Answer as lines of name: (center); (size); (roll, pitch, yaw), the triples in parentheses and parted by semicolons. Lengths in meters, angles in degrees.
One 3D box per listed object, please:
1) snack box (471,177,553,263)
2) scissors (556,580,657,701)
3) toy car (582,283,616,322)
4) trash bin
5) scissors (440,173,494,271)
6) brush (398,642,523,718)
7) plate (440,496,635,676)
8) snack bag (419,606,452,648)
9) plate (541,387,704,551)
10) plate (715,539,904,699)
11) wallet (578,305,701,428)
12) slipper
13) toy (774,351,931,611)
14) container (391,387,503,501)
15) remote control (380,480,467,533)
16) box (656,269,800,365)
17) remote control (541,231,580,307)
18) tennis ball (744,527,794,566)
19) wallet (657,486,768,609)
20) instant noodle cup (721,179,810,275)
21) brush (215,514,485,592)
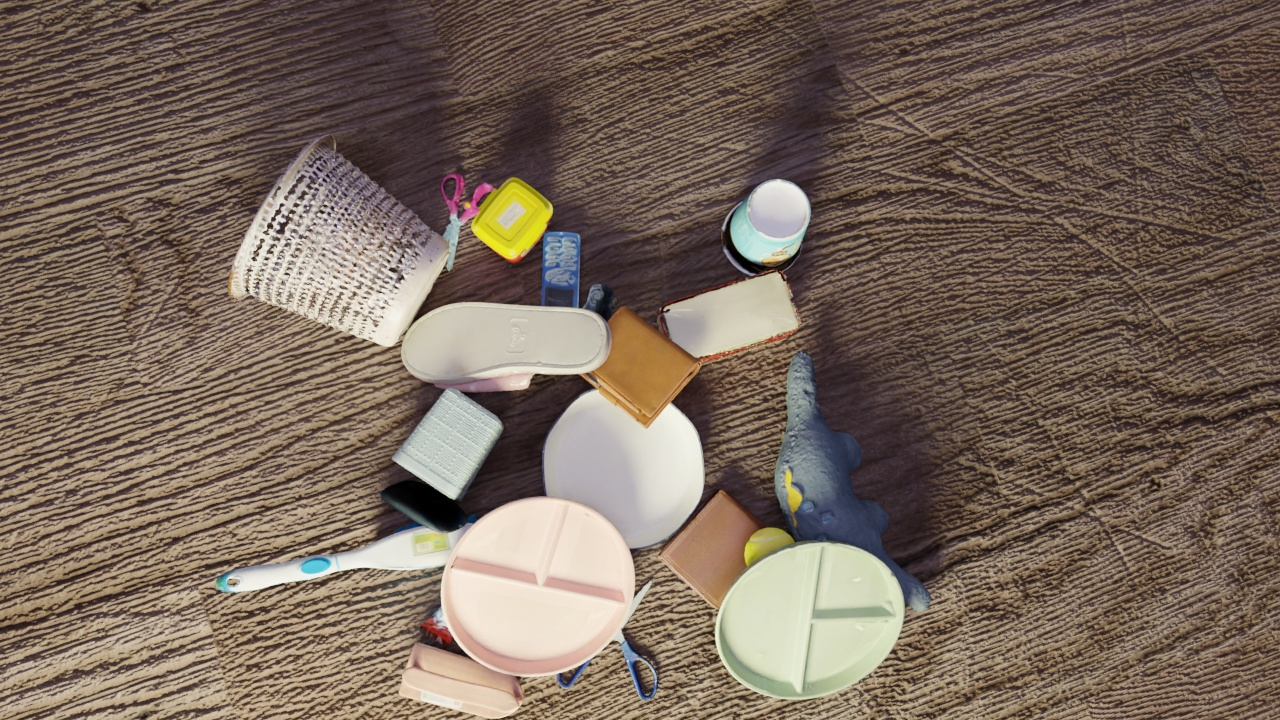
snack box: (-0.162, -0.175, 1.171); (0.082, 0.080, 0.091); (38, 83, 2)
scissors: (-0.036, 0.349, 1.139); (0.162, 0.012, 0.175); (-30, 84, -5)
toy car: (-0.059, -0.054, 1.179); (0.034, 0.043, 0.090); (11, 86, 33)
trash bin: (-0.347, -0.125, 1.105); (0.192, 0.228, 0.227); (30, 82, -10)
scissors: (-0.250, -0.185, 1.204); (0.093, 0.017, 0.137); (35, 86, 2)
brush: (-0.211, 0.389, 1.098); (0.145, 0.073, 0.063); (17, 82, -2)
plate: (-0.121, 0.267, 1.092); (0.229, 0.028, 0.229); (-3, 103, -12)
snack bag: (-0.225, 0.300, 1.131); (0.048, 0.026, 0.104); (41, 84, -24)
plate: (-0.022, 0.135, 1.153); (0.205, 0.045, 0.204); (0, 83, -1)
plate: (0.201, 0.308, 1.096); (0.230, 0.027, 0.230); (-2, 113, -5)
wallet: (-0.007, 0.007, 1.130); (0.132, 0.031, 0.107); (37, 83, 27)
slipper: (-0.168, -0.018, 1.155); (0.275, 0.054, 0.114); (-4, 73, 12)
toy: (0.237, 0.165, 1.136); (0.137, 0.091, 0.356); (-22, 86, -17)
container: (-0.231, 0.102, 1.130); (0.090, 0.090, 0.111); (33, 79, 2)
remote control: (-0.264, 0.171, 1.110); (0.136, 0.053, 0.024); (19, 119, 37)
box: (0.112, -0.050, 1.166); (0.168, 0.077, 0.091); (-17, 83, -4)
remote control: (-0.103, -0.104, 1.192); (0.049, 0.024, 0.125); (2, 86, -2)
tennis ball: (0.159, 0.235, 1.111); (0.065, 0.065, 0.065); (0, 82, -2)
wallet: (0.098, 0.235, 1.151); (0.101, 0.032, 0.124); (42, 83, 0)
instant noodle cup: (0.163, -0.172, 1.161); (0.111, 0.120, 0.111); (0, 82, -2)
brush: (-0.328, 0.233, 1.096); (0.314, 0.109, 0.060); (-9, 85, -3)
